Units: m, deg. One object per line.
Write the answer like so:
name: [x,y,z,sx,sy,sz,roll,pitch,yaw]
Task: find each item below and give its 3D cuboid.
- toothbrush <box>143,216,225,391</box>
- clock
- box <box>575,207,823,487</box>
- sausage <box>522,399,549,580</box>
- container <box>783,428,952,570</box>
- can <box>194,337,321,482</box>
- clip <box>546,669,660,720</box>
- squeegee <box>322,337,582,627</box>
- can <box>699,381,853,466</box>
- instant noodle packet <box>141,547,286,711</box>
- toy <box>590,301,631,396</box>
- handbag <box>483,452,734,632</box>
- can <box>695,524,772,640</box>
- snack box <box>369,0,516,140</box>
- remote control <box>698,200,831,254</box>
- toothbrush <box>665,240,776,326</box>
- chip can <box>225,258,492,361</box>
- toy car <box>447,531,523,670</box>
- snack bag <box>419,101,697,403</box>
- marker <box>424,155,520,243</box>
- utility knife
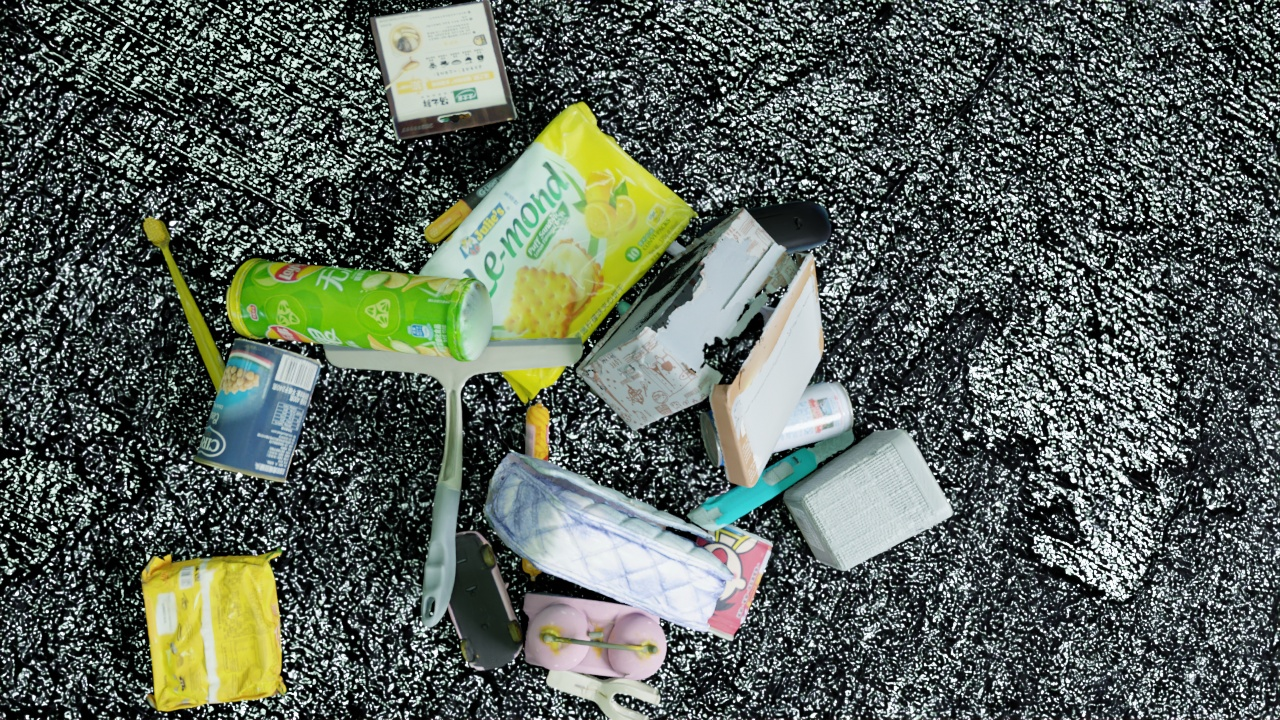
toothbrush: [-0.404,-0.043,0.825,0.015,0.017,0.190,-24,86,-9]
clock: [-0.040,0.229,0.763,0.117,0.159,0.059,11,73,-9]
box: [0.083,-0.005,0.798,0.178,0.153,0.182,46,58,-12]
sausage: [-0.096,0.118,0.841,0.021,0.021,0.165,2,83,-7]
container: [0.204,0.130,0.845,0.114,0.090,0.090,-29,86,-7]
can: [-0.329,0.042,0.794,0.075,0.075,0.111,15,81,-5]
clip: [-0.029,0.294,0.804,0.104,0.084,0.034,25,80,-15]
squeegee: [-0.169,0.105,0.803,0.247,0.039,0.246,-1,78,13]
can: [0.128,0.059,0.861,0.134,0.053,0.053,-13,84,-9]
instant noodle packet: [-0.361,0.226,0.782,0.110,0.044,0.128,-3,87,-14]
toy: [-0.005,0.005,0.865,0.096,0.030,0.092,37,84,-9]
handbag: [-0.021,0.146,0.753,0.193,0.134,0.075,29,87,-31]
can: [0.073,0.197,0.829,0.066,0.066,0.093,24,81,-4]
snack box: [-0.184,-0.267,0.864,0.113,0.053,0.125,-12,85,-9]
remote control: [0.124,-0.126,0.899,0.136,0.024,0.053,-13,83,-9]
toothbrush: [0.060,-0.087,0.890,0.189,0.029,0.021,35,39,0]
chip can: [-0.237,-0.044,0.787,0.221,0.072,0.072,6,81,11]
toy car: [-0.144,0.212,0.814,0.056,0.037,0.122,-20,87,0]
snack bag: [-0.077,-0.098,0.843,0.158,0.068,0.246,41,88,3]
marker: [-0.155,-0.154,0.872,0.123,0.015,0.018,-42,94,-12]
utility knife: [0.127,0.105,0.842,0.207,0.013,0.029,-25,69,-32]
